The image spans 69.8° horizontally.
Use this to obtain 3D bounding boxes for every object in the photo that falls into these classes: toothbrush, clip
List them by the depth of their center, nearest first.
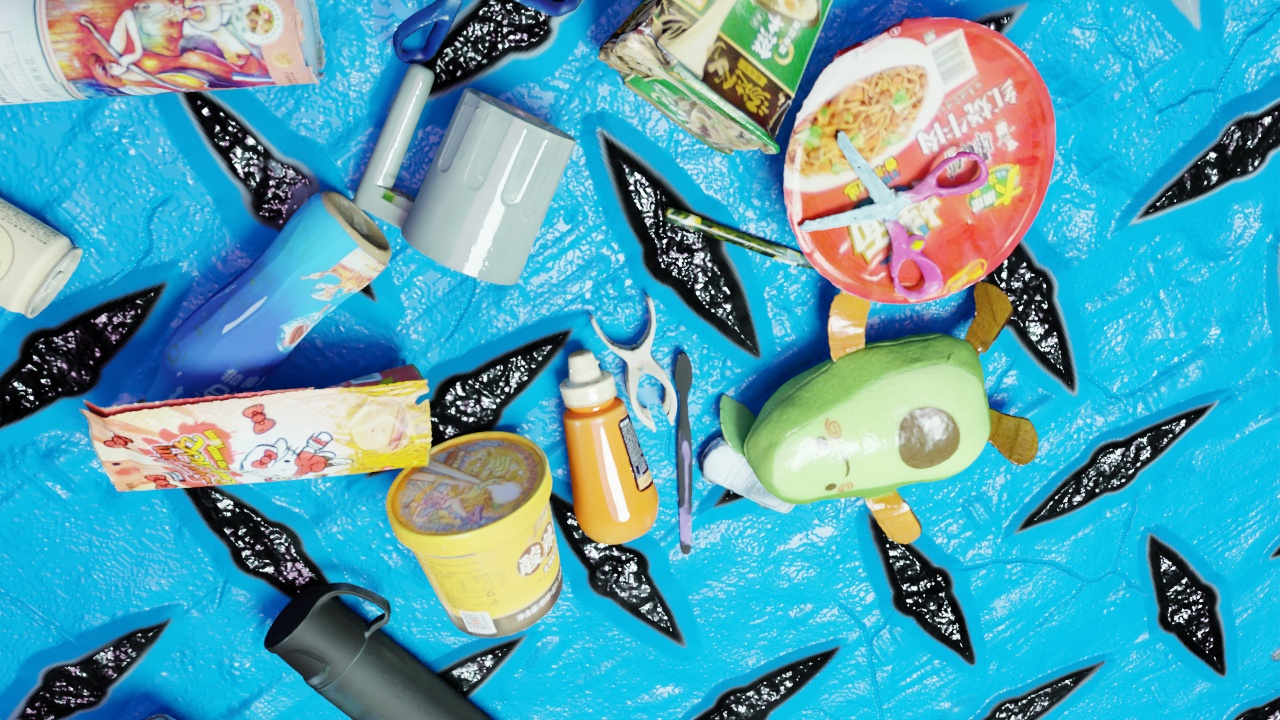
[{"bbox_3d":[0.102,-0.077,0.680,0.185,0.017,0.012,17,145,-15],"label":"toothbrush"},{"bbox_3d":[0.001,0.003,0.691,0.070,0.034,0.100,-21,105,0],"label":"clip"},{"bbox_3d":[0.036,0.078,0.738,0.014,0.016,0.189,-1,116,3],"label":"toothbrush"}]

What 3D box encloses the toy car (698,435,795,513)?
[{"bbox_3d":[0.090,0.094,0.741,0.090,0.034,0.043,28,108,-17],"label":"toy car"}]

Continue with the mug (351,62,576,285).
[{"bbox_3d":[-0.116,-0.122,0.598,0.124,0.083,0.103,28,105,2],"label":"mug"}]

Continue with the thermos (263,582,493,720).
[{"bbox_3d":[-0.186,0.275,0.749,0.090,0.068,0.242,-36,113,11],"label":"thermos"}]

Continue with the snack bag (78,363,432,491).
[{"bbox_3d":[-0.250,0.049,0.624,0.207,0.073,0.129,-7,156,-21],"label":"snack bag"}]

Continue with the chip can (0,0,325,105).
[{"bbox_3d":[-0.302,-0.191,0.540,0.214,0.071,0.071,-7,113,-7],"label":"chip can"}]

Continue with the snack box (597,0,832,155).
[{"bbox_3d":[0.054,-0.204,0.576,0.117,0.118,0.105,32,94,-19],"label":"snack box"}]

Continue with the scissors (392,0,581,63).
[{"bbox_3d":[-0.097,-0.216,0.535,0.163,0.175,0.012,-20,88,38],"label":"scissors"}]

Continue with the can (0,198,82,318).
[{"bbox_3d":[-0.421,-0.080,0.572,0.116,0.058,0.058,34,103,-20],"label":"can"}]

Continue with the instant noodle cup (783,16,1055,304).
[{"bbox_3d":[0.185,-0.140,0.642,0.193,0.065,0.194,-3,114,-8],"label":"instant noodle cup"}]

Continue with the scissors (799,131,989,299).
[{"bbox_3d":[0.175,-0.104,0.613,0.134,0.017,0.133,-37,109,9],"label":"scissors"}]

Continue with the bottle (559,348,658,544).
[{"bbox_3d":[-0.030,0.063,0.696,0.066,0.066,0.149,-14,106,-4],"label":"bottle"}]

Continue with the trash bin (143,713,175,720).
[{"bbox_3d":[-0.349,0.431,0.713,0.230,0.229,0.252,-36,108,6],"label":"trash bin"}]

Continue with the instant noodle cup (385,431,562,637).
[{"bbox_3d":[-0.115,0.133,0.683,0.118,0.118,0.114,-13,121,-4],"label":"instant noodle cup"}]

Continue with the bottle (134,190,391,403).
[{"bbox_3d":[-0.266,-0.022,0.618,0.219,0.065,0.065,-40,112,8],"label":"bottle"}]

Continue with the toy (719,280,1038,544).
[{"bbox_3d":[0.190,0.044,0.706,0.246,0.090,0.227,-19,106,-5],"label":"toy"}]
